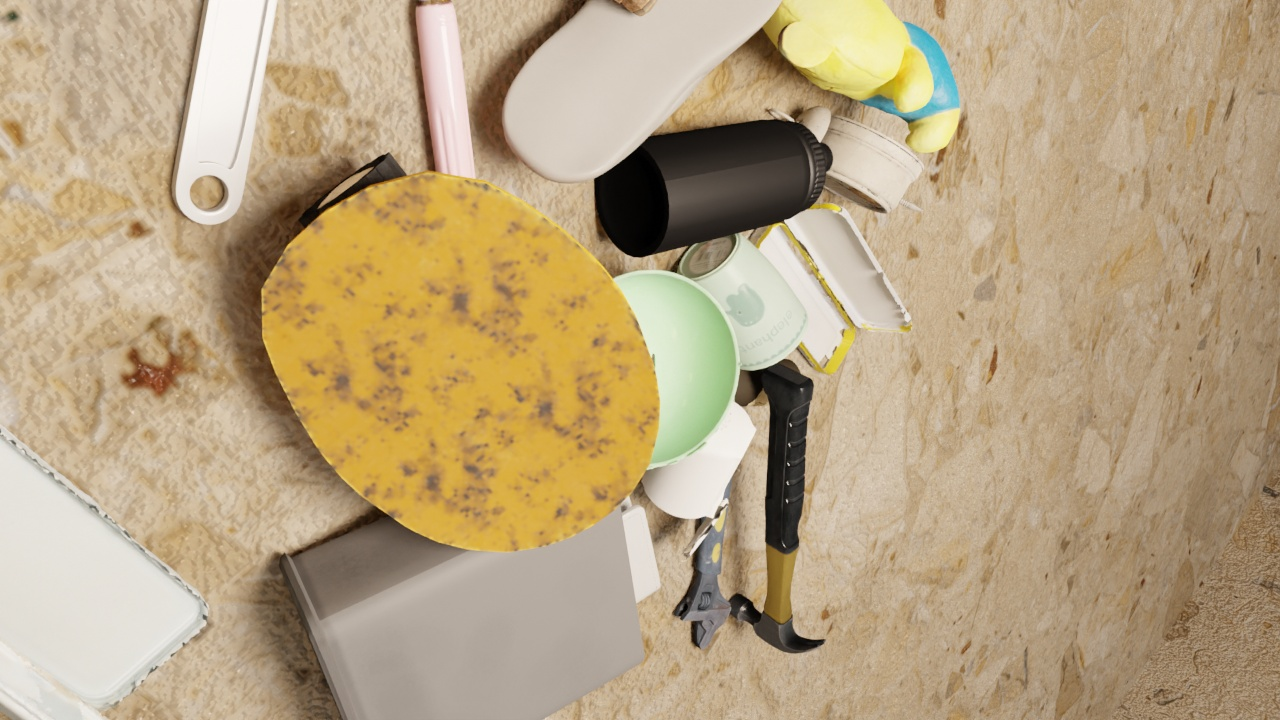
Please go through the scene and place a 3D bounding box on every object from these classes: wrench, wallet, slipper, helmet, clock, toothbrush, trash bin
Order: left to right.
[{"bbox_3d":[-0.221,-0.208,0.487,0.086,0.018,0.273,6,105,-44],"label":"wrench"},{"bbox_3d":[-0.125,-0.191,0.576,0.027,0.027,0.223,-31,127,-46],"label":"toothbrush"},{"bbox_3d":[-0.107,-0.011,0.594,0.205,0.131,0.255,-33,114,7],"label":"helmet"},{"bbox_3d":[-0.121,0.189,0.675,0.219,0.097,0.192,-22,122,-24],"label":"trash bin"},{"bbox_3d":[-0.043,0.188,0.812,0.115,0.037,0.118,-28,126,-24],"label":"wallet"},{"bbox_3d":[0.003,-0.218,0.650,0.113,0.081,0.265,37,73,0],"label":"slipper"},{"bbox_3d":[0.072,0.179,0.922,0.073,0.022,0.274,-14,118,-38],"label":"wrench"},{"bbox_3d":[0.176,-0.179,0.817,0.156,0.103,0.061,26,97,-20],"label":"clock"}]

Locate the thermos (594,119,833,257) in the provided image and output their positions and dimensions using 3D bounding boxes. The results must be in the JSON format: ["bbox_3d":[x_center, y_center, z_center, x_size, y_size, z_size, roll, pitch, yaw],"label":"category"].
[{"bbox_3d":[0.068,-0.143,0.731,0.198,0.086,0.086,-19,120,-36],"label":"thermos"}]

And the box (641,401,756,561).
[{"bbox_3d":[0.045,0.106,0.815,0.083,0.092,0.166,-58,174,-48],"label":"box"}]

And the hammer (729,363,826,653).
[{"bbox_3d":[0.137,0.155,0.883,0.025,0.118,0.334,-27,129,-34],"label":"hammer"}]

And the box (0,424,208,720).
[{"bbox_3d":[-0.322,0.125,0.508,0.126,0.106,0.215,-59,140,-40],"label":"box"}]

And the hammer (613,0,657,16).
[{"bbox_3d":[-0.099,-0.293,0.499,0.318,0.049,0.121,25,85,-41],"label":"hammer"}]

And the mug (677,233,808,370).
[{"bbox_3d":[0.072,-0.046,0.789,0.111,0.084,0.104,-37,123,8],"label":"mug"}]

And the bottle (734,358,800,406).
[{"bbox_3d":[0.066,0.020,0.831,0.184,0.045,0.045,1,107,-35],"label":"bottle"}]

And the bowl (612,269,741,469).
[{"bbox_3d":[-0.004,0.004,0.722,0.150,0.077,0.151,-2,96,-20],"label":"bowl"}]

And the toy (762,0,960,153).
[{"bbox_3d":[0.177,-0.254,0.745,0.213,0.149,0.084,18,119,-39],"label":"toy"}]

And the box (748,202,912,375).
[{"bbox_3d":[0.180,-0.069,0.889,0.117,0.057,0.210,-30,135,16],"label":"box"}]
